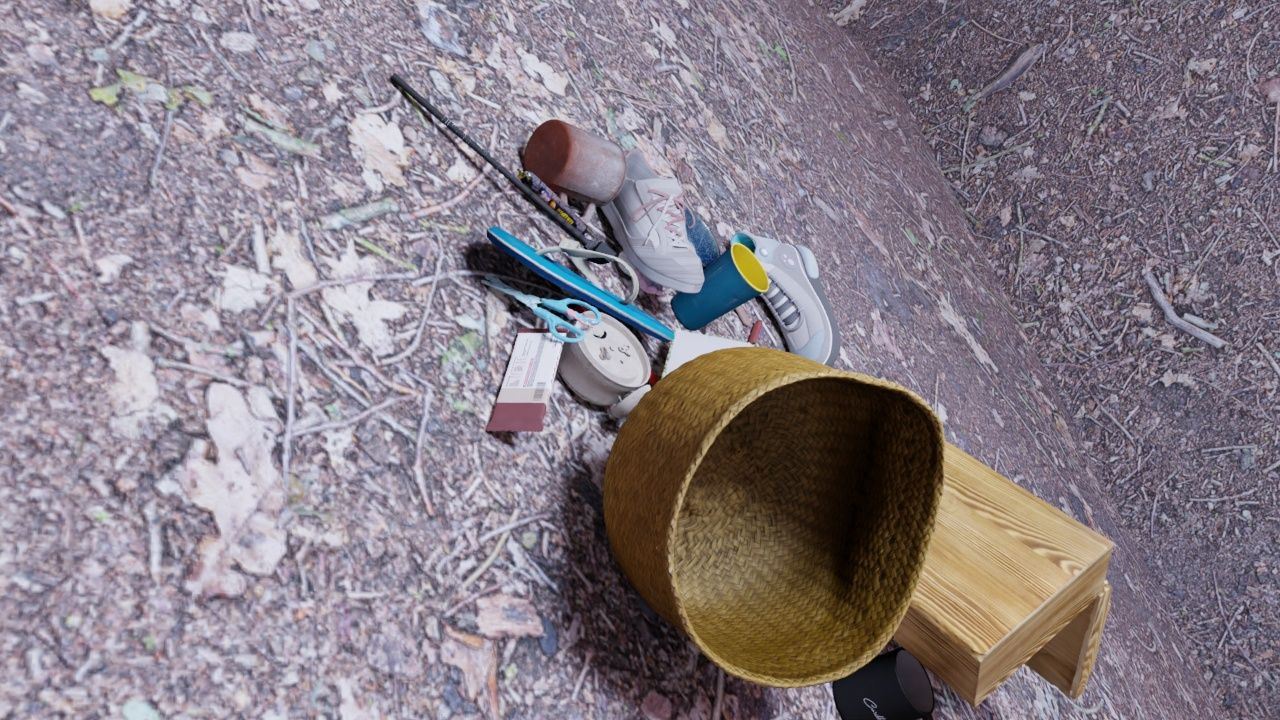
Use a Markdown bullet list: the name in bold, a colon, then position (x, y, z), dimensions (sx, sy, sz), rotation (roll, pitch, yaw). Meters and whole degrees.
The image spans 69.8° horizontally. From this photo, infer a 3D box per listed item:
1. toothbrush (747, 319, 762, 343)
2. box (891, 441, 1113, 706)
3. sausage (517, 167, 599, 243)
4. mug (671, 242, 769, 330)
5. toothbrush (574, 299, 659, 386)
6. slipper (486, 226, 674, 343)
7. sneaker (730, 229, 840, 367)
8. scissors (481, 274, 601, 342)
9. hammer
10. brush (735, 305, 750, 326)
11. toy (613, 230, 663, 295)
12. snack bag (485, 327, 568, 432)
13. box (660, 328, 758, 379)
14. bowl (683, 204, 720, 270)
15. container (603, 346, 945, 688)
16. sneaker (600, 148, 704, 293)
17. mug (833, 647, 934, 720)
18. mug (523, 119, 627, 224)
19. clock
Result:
- **toothbrush**: position (0.164, -0.010, 1.363), dimensions (0.016, 0.016, 0.189), rotation (51, 30, -16)
- **box**: position (0.410, 0.304, 1.180), dimensions (0.279, 0.285, 0.337), rotation (36, -30, 46)
- **sausage**: position (-0.099, -0.188, 1.148), dimensions (0.155, 0.020, 0.020), rotation (43, 32, -35)
- **mug**: position (0.106, -0.095, 1.259), dimensions (0.078, 0.122, 0.078), rotation (34, 37, -30)
- **toothbrush**: position (-0.007, 0.007, 1.116), dimensions (0.212, 0.018, 0.012), rotation (47, 32, -20)
- **slipper**: position (-0.057, -0.100, 1.058), dimensions (0.294, 0.060, 0.118), rotation (27, 3, -43)
- **sneaker**: position (0.221, -0.097, 1.469), dimensions (0.160, 0.093, 0.256), rotation (18, 47, -34)
- **scissors**: position (-0.114, -0.055, 0.978), dimensions (0.141, 0.015, 0.075), rotation (17, 43, 2)
- **hammer**: position (-0.163, -0.224, 1.091), dimensions (0.325, 0.015, 0.095), rotation (40, -6, -13)
- **brush**: position (0.129, -0.109, 1.414), dimensions (0.135, 0.015, 0.049), rotation (57, 31, -8)
- **toy**: position (0.004, -0.133, 1.235), dimensions (0.079, 0.038, 0.122), rotation (17, 38, -36)
- **snack bag**: position (-0.112, 0.017, 0.928), dimensions (0.157, 0.057, 0.013), rotation (-82, 170, -49)
- **box**: position (0.082, 0.026, 1.104), dimensions (0.118, 0.051, 0.205), rotation (9, 23, 3)
- **bowl**: position (0.057, -0.167, 1.321), dimensions (0.114, 0.061, 0.114), rotation (36, 36, -32)
- **container**: position (0.113, 0.134, 0.877), dimensions (0.307, 0.306, 0.197), rotation (35, -7, -30)
- **sneaker**: position (0.023, -0.192, 1.208), dimensions (0.099, 0.090, 0.236), rotation (-6, 51, -37)
- **mug**: position (0.294, 0.402, 1.073), dimensions (0.113, 0.088, 0.078), rotation (55, 31, -1)
- **mug**: position (-0.086, -0.237, 1.180), dimensions (0.110, 0.096, 0.123), rotation (9, 84, -44)
- **clock**: position (-0.035, 0.019, 1.017), dimensions (0.157, 0.061, 0.103), rotation (53, 32, 11)
